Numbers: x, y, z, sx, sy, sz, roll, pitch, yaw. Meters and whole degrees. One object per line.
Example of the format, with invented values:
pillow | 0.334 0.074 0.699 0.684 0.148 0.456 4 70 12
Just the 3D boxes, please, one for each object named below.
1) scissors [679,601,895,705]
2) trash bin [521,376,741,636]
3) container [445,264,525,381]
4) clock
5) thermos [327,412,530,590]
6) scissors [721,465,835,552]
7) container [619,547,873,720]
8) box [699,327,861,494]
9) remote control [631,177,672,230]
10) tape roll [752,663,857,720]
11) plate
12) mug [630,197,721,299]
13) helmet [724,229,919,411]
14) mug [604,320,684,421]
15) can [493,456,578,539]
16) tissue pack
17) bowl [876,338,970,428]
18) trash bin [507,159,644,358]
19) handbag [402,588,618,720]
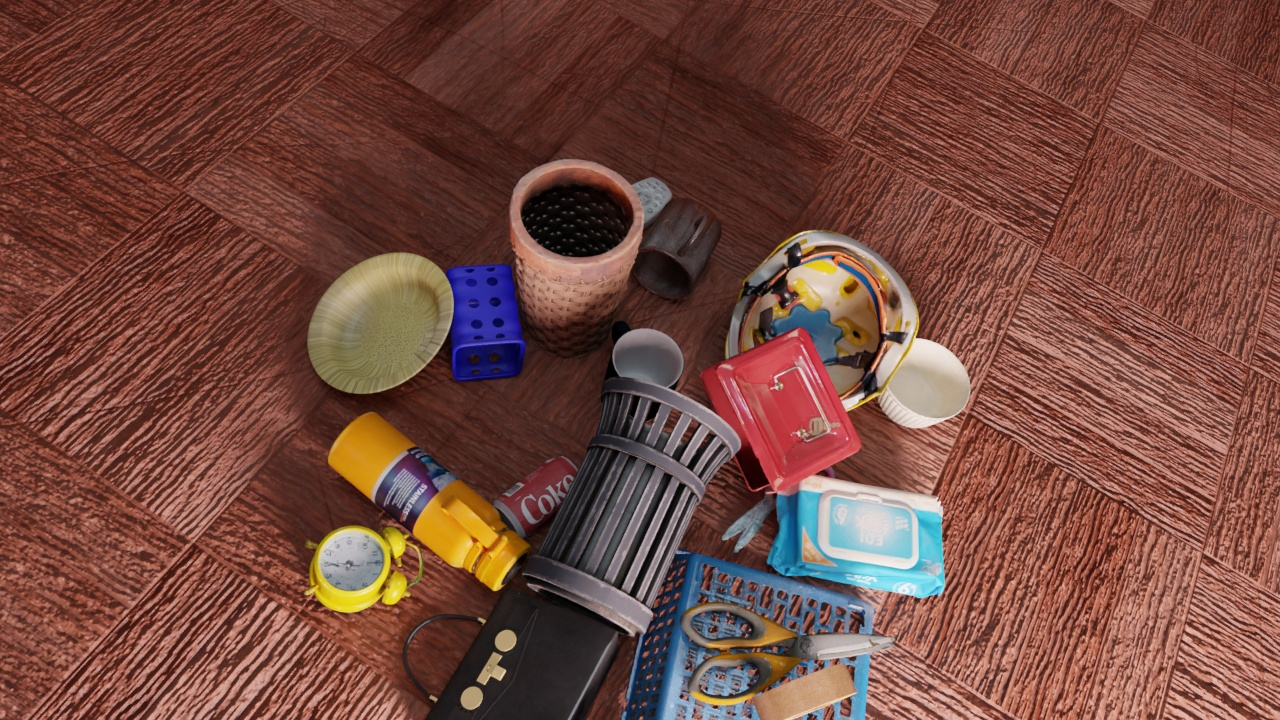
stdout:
scissors | 0.149 0.277 0.919 0.228 0.016 0.113 -5 63 -15
trash bin | -0.014 0.157 0.967 0.164 0.164 0.227 25 70 3
container | -0.189 -0.046 1.102 0.084 0.085 0.113 -5 61 -15
clock | -0.287 0.214 0.953 0.118 0.057 0.083 2 61 -20
thermos | -0.226 0.152 0.976 0.233 0.091 0.076 36 93 12
scissors | 0.148 0.156 1.096 0.178 0.016 0.101 -33 76 -22
container | 0.110 0.374 0.920 0.257 0.089 0.361 16 59 -2
box | 0.154 0.057 1.041 0.137 0.127 0.157 -23 86 -12
remote control | -0.006 -0.210 1.262 0.114 0.028 0.060 -38 73 -26
tape roll | 0.153 0.313 0.855 0.094 0.094 0.027 -13 64 -18
plate | -0.300 -0.039 1.084 0.184 0.036 0.184 -6 64 12
mug | 0.054 -0.153 1.189 0.096 0.123 0.110 33 58 -14
helmet | 0.215 -0.033 1.141 0.209 0.139 0.240 40 96 6
mug | -0.006 0.006 1.101 0.085 0.095 0.121 -17 65 -20
can | -0.113 0.152 1.023 0.096 0.054 0.054 -37 73 -26
tissue pack | 0.249 0.200 1.056 0.209 0.066 0.116 10 63 -7
bowl | 0.353 0.036 1.173 0.115 0.063 0.115 5 60 -8
trash bin | -0.084 -0.112 1.086 0.151 0.211 0.151 4 60 -7
handbag | -0.150 0.319 0.928 0.196 0.072 0.175 23 59 15
